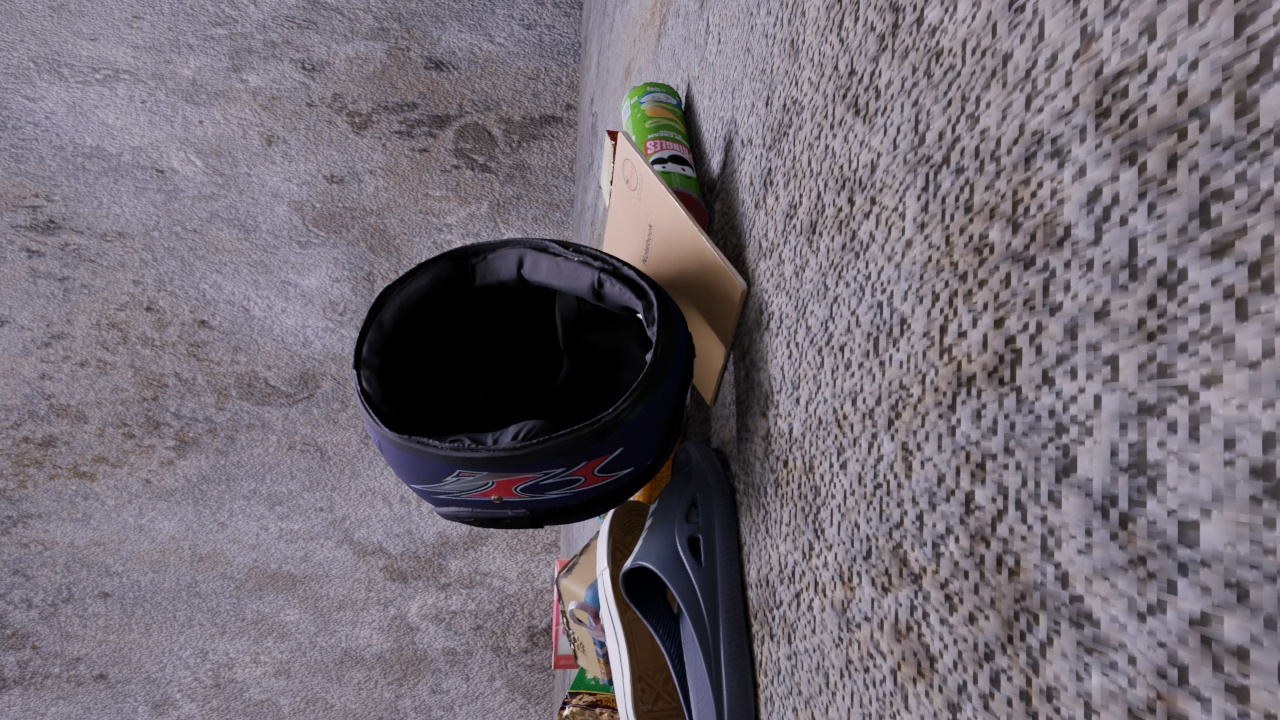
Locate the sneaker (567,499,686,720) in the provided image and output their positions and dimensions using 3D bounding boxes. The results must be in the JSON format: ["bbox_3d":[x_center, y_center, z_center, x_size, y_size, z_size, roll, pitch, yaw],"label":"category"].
[{"bbox_3d":[-0.009,0.258,0.891,0.088,0.118,0.240,-44,45,47],"label":"sneaker"}]

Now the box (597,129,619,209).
[{"bbox_3d":[-0.024,-0.255,1.236,0.168,0.080,0.091,-104,19,-67],"label":"box"}]

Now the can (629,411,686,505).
[{"bbox_3d":[0.009,0.109,0.951,0.058,0.058,0.146,-98,13,-55],"label":"can"}]

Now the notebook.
[{"bbox_3d":[0.022,-0.080,0.795,0.207,0.008,0.148,57,153,32],"label":"notebook"}]

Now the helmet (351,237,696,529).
[{"bbox_3d":[-0.080,0.031,0.808,0.240,0.316,0.246,46,-128,-56],"label":"helmet"}]

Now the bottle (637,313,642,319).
[{"bbox_3d":[0.014,-0.039,0.945,0.108,0.063,0.063,-99,13,-54],"label":"bottle"}]

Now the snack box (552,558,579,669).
[{"bbox_3d":[-0.049,0.306,1.111,0.044,0.113,0.127,-117,31,-72],"label":"snack box"}]

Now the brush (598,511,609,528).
[{"bbox_3d":[-0.009,0.207,1.077,0.073,0.063,0.145,64,175,-12],"label":"brush"}]

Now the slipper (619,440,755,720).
[{"bbox_3d":[0.030,0.174,0.706,0.111,0.083,0.267,104,165,-48],"label":"slipper"}]

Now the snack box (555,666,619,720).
[{"bbox_3d":[-0.036,0.413,1.052,0.105,0.118,0.118,-73,-10,-68],"label":"snack box"}]

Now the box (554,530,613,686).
[{"bbox_3d":[-0.038,0.266,0.999,0.089,0.059,0.184,-43,-38,-34],"label":"box"}]

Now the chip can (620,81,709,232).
[{"bbox_3d":[0.019,-0.203,0.932,0.235,0.072,0.072,-96,11,-49],"label":"chip can"}]

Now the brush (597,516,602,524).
[{"bbox_3d":[-0.048,0.245,1.336,0.254,0.046,0.083,-123,30,-67],"label":"brush"}]
